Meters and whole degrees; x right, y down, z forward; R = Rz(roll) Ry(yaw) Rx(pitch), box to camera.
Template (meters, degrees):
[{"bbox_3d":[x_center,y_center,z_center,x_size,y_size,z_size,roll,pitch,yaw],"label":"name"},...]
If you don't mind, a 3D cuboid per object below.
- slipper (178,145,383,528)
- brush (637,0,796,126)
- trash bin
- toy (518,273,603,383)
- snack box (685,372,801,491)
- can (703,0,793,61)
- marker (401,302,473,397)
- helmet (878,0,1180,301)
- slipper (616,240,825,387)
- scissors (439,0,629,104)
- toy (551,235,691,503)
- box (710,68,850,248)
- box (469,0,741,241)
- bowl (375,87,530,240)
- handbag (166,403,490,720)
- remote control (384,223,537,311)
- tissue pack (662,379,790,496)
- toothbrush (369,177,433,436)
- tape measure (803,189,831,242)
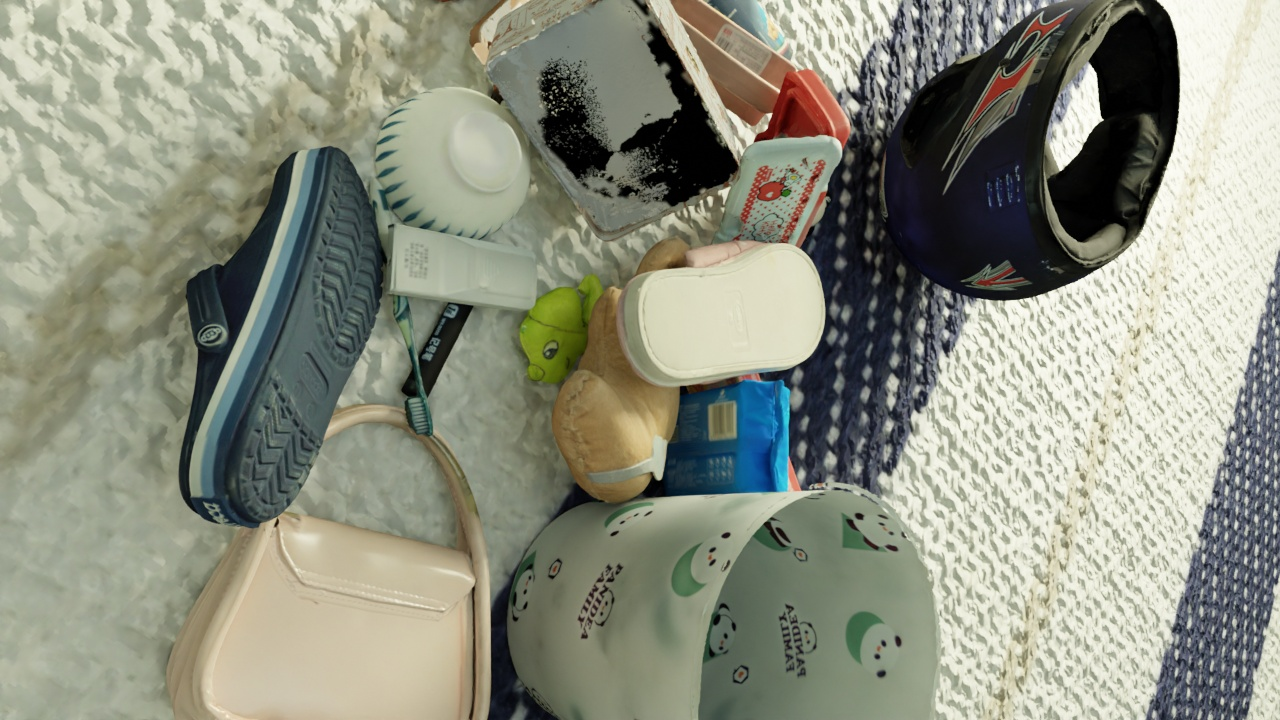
[{"bbox_3d":[-0.234,-0.018,0.577,0.095,0.105,0.252,4,62,5],"label":"slipper"},{"bbox_3d":[0.059,-0.263,0.781,0.145,0.063,0.073,30,28,-19],"label":"brush"},{"bbox_3d":[0.044,0.200,0.667,0.229,0.252,0.229,4,84,-37],"label":"trash bin"},{"bbox_3d":[-0.058,-0.027,0.745,0.100,0.031,0.096,13,84,-43],"label":"toy"},{"bbox_3d":[0.088,0.058,0.823,0.025,0.075,0.153,-30,105,-34],"label":"snack box"},{"bbox_3d":[0.081,-0.302,0.847,0.111,0.075,0.075,43,62,-27],"label":"can"},{"bbox_3d":[-0.141,-0.029,0.690,0.022,0.020,0.131,46,59,-43],"label":"marker"},{"bbox_3d":[0.387,-0.218,0.964,0.247,0.241,0.315,32,79,-30],"label":"helmet"},{"bbox_3d":[0.066,-0.036,0.730,0.273,0.055,0.114,-17,95,-50],"label":"slipper"},{"bbox_3d":[-0.082,-0.295,0.760,0.189,0.015,0.225,29,69,-32],"label":"scissors"},{"bbox_3d":[-0.004,0.004,0.726,0.143,0.082,0.225,78,25,-49],"label":"toy"},{"bbox_3d":[0.102,-0.144,0.790,0.101,0.202,0.095,-22,69,-15],"label":"box"},{"bbox_3d":[-0.025,-0.222,0.728,0.183,0.155,0.184,54,25,-36],"label":"box"},{"bbox_3d":[-0.129,-0.148,0.679,0.116,0.066,0.116,3,85,-37],"label":"bowl"},{"bbox_3d":[-0.186,0.141,0.614,0.193,0.094,0.233,23,65,-34],"label":"handbag"},{"bbox_3d":[-0.128,-0.066,0.672,0.124,0.024,0.049,5,83,-42],"label":"remote control"},{"bbox_3d":[0.068,0.069,0.758,0.052,0.157,0.095,8,78,-30],"label":"tissue pack"},{"bbox_3d":[-0.174,-0.039,0.653,0.018,0.016,0.191,-10,84,-38],"label":"toothbrush"},{"bbox_3d":[0.155,-0.162,0.919,0.066,0.034,0.065,45,60,-26],"label":"tape measure"}]
